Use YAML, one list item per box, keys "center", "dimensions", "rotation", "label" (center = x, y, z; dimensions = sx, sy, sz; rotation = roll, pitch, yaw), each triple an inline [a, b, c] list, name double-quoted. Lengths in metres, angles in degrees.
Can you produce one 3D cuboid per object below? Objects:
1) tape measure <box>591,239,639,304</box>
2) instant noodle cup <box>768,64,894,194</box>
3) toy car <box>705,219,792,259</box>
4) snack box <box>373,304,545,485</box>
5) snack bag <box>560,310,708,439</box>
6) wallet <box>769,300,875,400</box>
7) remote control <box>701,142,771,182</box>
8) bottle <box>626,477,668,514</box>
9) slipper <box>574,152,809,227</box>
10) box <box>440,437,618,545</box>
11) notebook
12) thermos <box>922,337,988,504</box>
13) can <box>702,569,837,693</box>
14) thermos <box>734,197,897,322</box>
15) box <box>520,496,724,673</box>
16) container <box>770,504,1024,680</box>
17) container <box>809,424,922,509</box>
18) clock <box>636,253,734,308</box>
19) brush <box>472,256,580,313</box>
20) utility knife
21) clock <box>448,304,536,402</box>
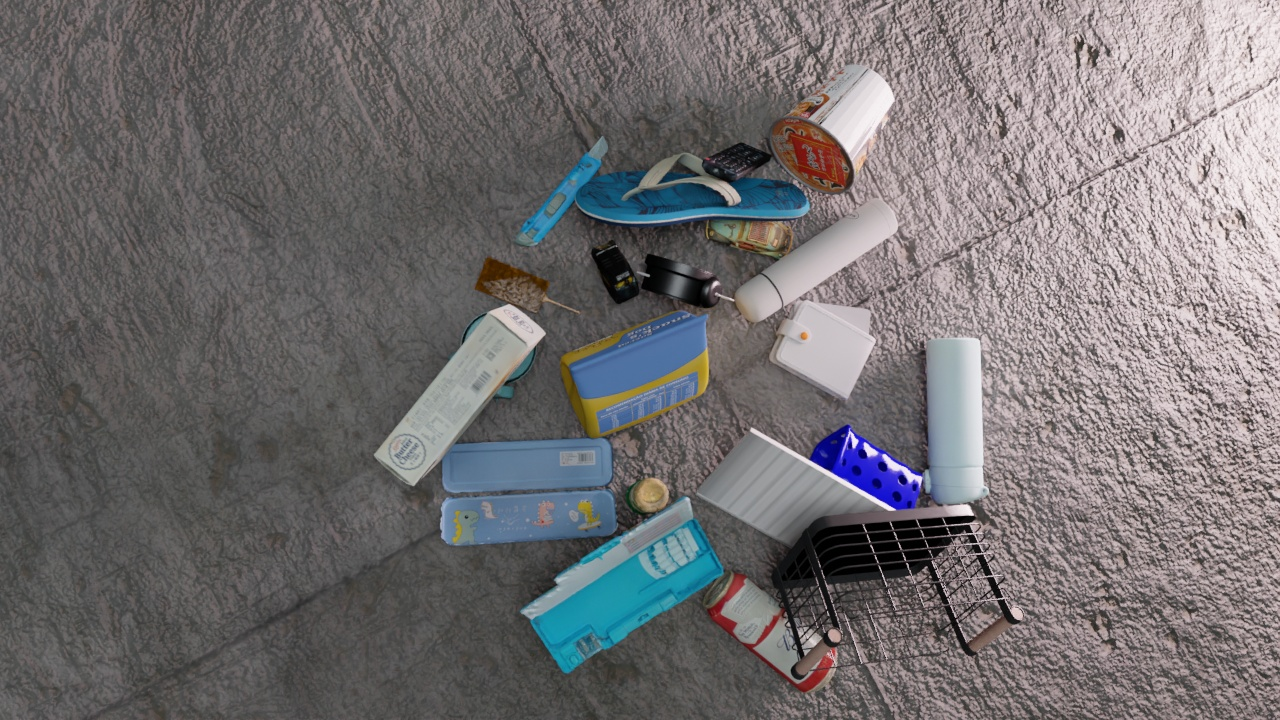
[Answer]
- center: [-0.025, -0.102, 1.113]
  dimensions: [0.038, 0.063, 0.067]
  rotation: [-28, 52, -8]
  label: "tape measure"
- center: [0.245, -0.293, 1.139]
  dimensions: [0.123, 0.124, 0.121]
  rotation: [40, 73, -3]
  label: "instant noodle cup"
- center: [0.140, -0.161, 1.146]
  dimensions: [0.112, 0.047, 0.047]
  rotation: [14, 88, -6]
  label: "toy car"
- center: [-0.197, 0.035, 1.017]
  dimensions: [0.057, 0.104, 0.208]
  rotation: [40, 100, -3]
  label: "snack box"
- center: [-0.006, 0.006, 1.034]
  dimensions: [0.159, 0.205, 0.102]
  rotation: [-22, 78, -8]
  label: "snack bag"
- center: [0.234, -0.028, 1.155]
  dimensions: [0.118, 0.037, 0.115]
  rotation: [28, 83, -8]
  label: "wallet"
- center: [0.117, -0.237, 1.108]
  dimensions: [0.047, 0.150, 0.022]
  rotation: [27, 118, 13]
  label: "remote control"
- center: [0.008, 0.160, 1.076]
  dimensions: [0.043, 0.111, 0.043]
  rotation: [1, 80, -6]
  label: "bottle"
- center: [0.066, -0.212, 1.109]
  dimensions: [0.294, 0.118, 0.060]
  rotation: [-2, 126, -13]
  label: "slipper"
- center: [-0.134, 0.157, 1.102]
  dimensions: [0.209, 0.034, 0.127]
  rotation: [-2, 76, -7]
  label: "box"
- center: [0.187, 0.173, 1.097]
  dimensions: [0.210, 0.143, 0.009]
  rotation: [30, 44, -4]
  label: "notebook"
- center: [0.394, 0.077, 1.153]
  dimensions: [0.078, 0.065, 0.206]
  rotation: [-1, 86, 16]
  label: "thermos"
- center: [0.157, 0.327, 1.107]
  dimensions: [0.170, 0.067, 0.067]
  rotation: [39, 83, -3]
  label: "can"
- center: [0.218, -0.124, 1.151]
  dimensions: [0.224, 0.052, 0.052]
  rotation: [-33, 91, -8]
  label: "thermos"
- center: [-0.028, 0.248, 1.065]
  dimensions: [0.227, 0.071, 0.182]
  rotation: [-31, 133, -7]
  label: "box"
- center: [0.282, 0.266, 1.042]
  dimensions: [0.241, 0.163, 0.130]
  rotation: [-1, 53, -18]
  label: "container"
- center: [0.268, 0.151, 1.116]
  dimensions: [0.113, 0.085, 0.084]
  rotation: [33, 58, -5]
  label: "container"
- center: [0.056, -0.092, 1.111]
  dimensions: [0.121, 0.091, 0.042]
  rotation: [18, 94, 1]
  label: "clock"
- center: [-0.137, -0.085, 1.123]
  dimensions: [0.126, 0.017, 0.048]
  rotation: [22, 84, -5]
  label: "brush"
- center: [-0.094, -0.208, 1.138]
  dimensions: [0.031, 0.015, 0.174]
  rotation: [38, 82, -8]
  label: "utility knife"
- center: [-0.176, -0.001, 1.095]
  dimensions: [0.090, 0.053, 0.124]
  rotation: [34, 83, -3]
  label: "clock"
